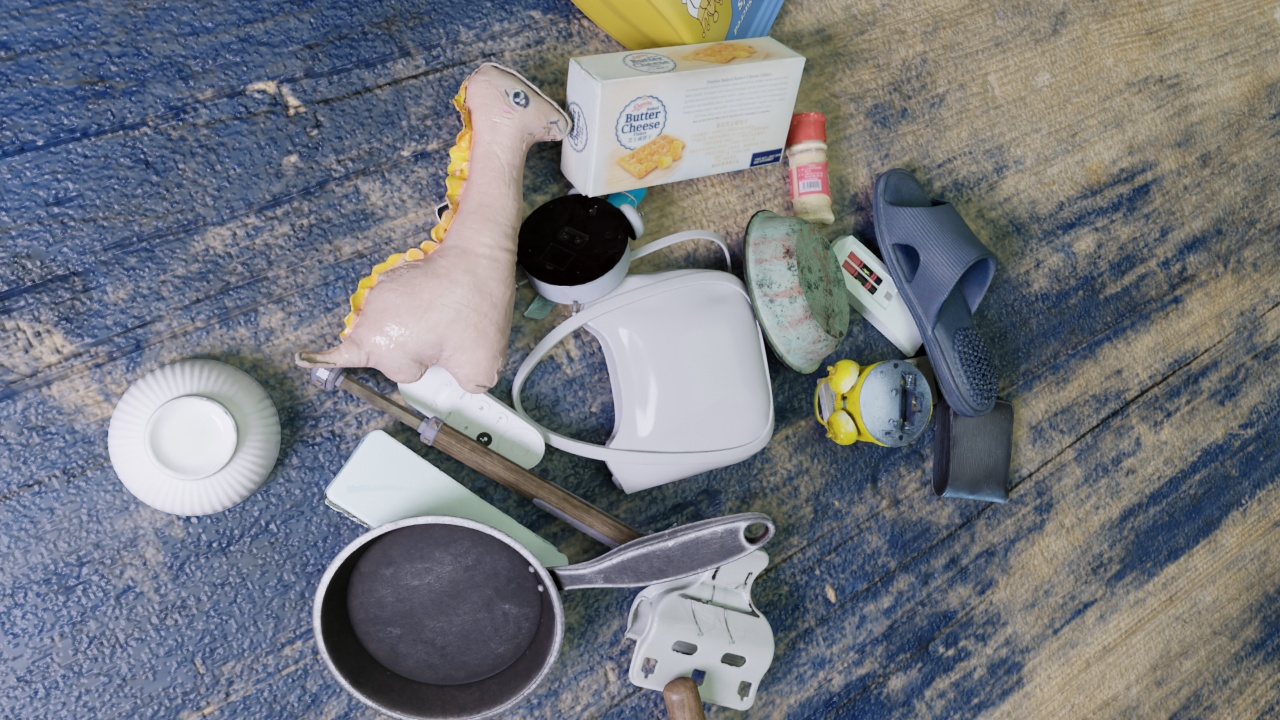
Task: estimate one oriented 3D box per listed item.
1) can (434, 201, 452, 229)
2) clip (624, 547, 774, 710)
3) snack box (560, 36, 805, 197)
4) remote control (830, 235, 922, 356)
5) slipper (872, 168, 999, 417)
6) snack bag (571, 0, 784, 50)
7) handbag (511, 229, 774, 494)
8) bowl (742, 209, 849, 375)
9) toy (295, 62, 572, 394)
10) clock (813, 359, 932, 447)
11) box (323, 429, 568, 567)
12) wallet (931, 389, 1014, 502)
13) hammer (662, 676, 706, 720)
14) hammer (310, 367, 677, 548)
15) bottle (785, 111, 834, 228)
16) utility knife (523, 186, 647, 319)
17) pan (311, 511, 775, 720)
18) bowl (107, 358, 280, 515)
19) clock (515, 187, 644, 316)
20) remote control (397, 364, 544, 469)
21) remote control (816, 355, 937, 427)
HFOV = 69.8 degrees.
[{"bbox_3d":[-0.141,-0.095,0.765,0.031,0.032,0.080,-27,97,-22],"label":"can"},{"bbox_3d":[0.057,0.222,0.819,0.126,0.097,0.152,20,76,-21],"label":"clip"},{"bbox_3d":[0.037,-0.215,0.796,0.207,0.057,0.104,-16,136,-26],"label":"snack box"},{"bbox_3d":[0.241,-0.067,0.924,0.143,0.024,0.049,39,74,-16],"label":"remote control"},{"bbox_3d":[0.316,-0.075,0.908,0.101,0.083,0.263,-19,89,-41],"label":"slipper"},{"bbox_3d":[0.043,-0.348,0.827,0.205,0.102,0.158,34,75,-32],"label":"snack bag"},{"bbox_3d":[-0.005,0.005,0.807,0.222,0.096,0.216,-9,90,-10],"label":"handbag"},{"bbox_3d":[0.149,-0.067,0.835,0.157,0.039,0.157,28,55,-48],"label":"bowl"},{"bbox_3d":[-0.153,-0.108,0.711,0.196,0.065,0.264,5,86,-22],"label":"toy"},{"bbox_3d":[0.220,0.040,0.878,0.118,0.057,0.083,3,87,-21],"label":"clock"},{"bbox_3d":[-0.152,0.134,0.741,0.199,0.066,0.083,36,94,-15],"label":"box"},{"bbox_3d":[0.351,0.089,0.959,0.089,0.026,0.115,7,85,-23],"label":"wallet"},{"bbox_3d":[0.069,0.421,0.796,0.129,0.040,0.322,-18,103,-18],"label":"hammer"},{"bbox_3d":[-0.118,0.081,0.730,0.317,0.147,0.028,30,59,-7],"label":"hammer"},{"bbox_3d":[0.163,-0.183,0.889,0.044,0.044,0.109,-5,89,-23],"label":"bottle"},{"bbox_3d":[-0.045,-0.104,0.813,0.031,0.015,0.178,40,72,-12],"label":"utility knife"},{"bbox_3d":[-0.073,0.170,0.692,0.357,0.055,0.187,-20,109,4],"label":"pan"},{"bbox_3d":[-0.323,0.056,0.665,0.118,0.062,0.118,1,86,-22],"label":"bowl"},{"bbox_3d":[-0.049,-0.101,0.778,0.094,0.035,0.122,26,66,21],"label":"clock"},{"bbox_3d":[-0.138,0.044,0.757,0.136,0.013,0.043,36,101,-14],"label":"remote control"},{"bbox_3d":[0.241,0.031,0.925,0.135,0.011,0.050,-11,91,-22],"label":"remote control"}]
